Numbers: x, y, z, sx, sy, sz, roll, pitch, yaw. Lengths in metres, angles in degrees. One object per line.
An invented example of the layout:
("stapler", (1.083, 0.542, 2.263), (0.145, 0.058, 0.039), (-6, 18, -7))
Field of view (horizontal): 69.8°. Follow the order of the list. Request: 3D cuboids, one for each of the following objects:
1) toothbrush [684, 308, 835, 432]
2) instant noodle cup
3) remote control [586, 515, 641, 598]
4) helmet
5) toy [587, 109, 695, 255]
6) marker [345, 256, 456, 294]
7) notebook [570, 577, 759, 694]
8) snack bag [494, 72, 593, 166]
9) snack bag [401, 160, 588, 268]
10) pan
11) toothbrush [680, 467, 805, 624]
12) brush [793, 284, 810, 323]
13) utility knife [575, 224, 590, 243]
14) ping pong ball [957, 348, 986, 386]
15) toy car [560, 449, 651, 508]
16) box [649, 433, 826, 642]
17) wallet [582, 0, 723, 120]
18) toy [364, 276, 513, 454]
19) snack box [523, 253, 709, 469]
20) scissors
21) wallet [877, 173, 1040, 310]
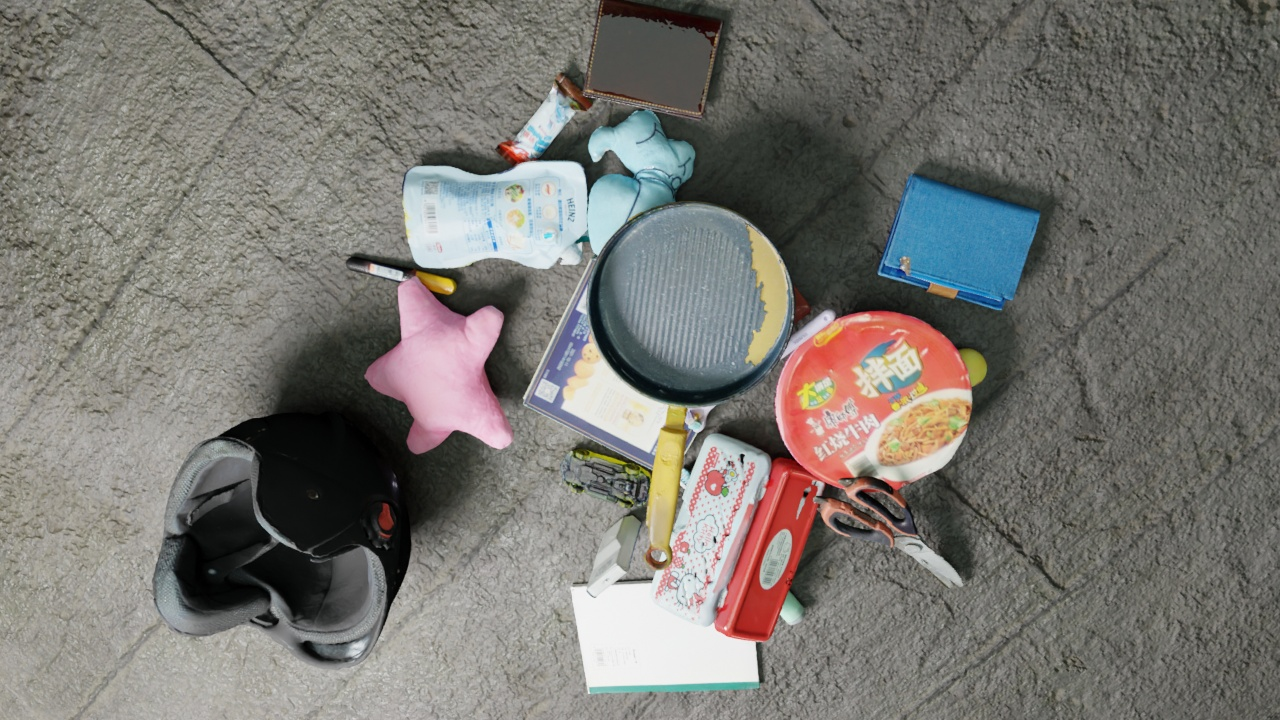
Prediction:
("toothbrush", (0.117, 0.008, 0.916), (0.189, 0.021, 0.029), (-39, 94, 21))
("instant noodle cup", (0.235, 0.037, 0.944), (0.194, 0.065, 0.194), (2, 105, 6))
("remote control", (-0.028, 0.209, 0.992), (0.049, 0.124, 0.024), (-43, 97, 16))
("helmet", (-0.355, 0.181, 0.967), (0.234, 0.229, 0.274), (-33, 100, 29))
("toy", (-0.002, -0.155, 0.911), (0.161, 0.050, 0.156), (41, 95, 0))
("marker", (-0.258, -0.092, 0.987), (0.124, 0.015, 0.018), (13, 106, 5))
("notebook", (0.030, 0.325, 1.079), (0.209, 0.012, 0.150), (-5, 107, 8))
("snack bag", (-0.097, -0.234, 0.920), (0.048, 0.026, 0.104), (41, 108, -21))
("snack bag", (-0.146, -0.148, 0.940), (0.191, 0.038, 0.110), (0, 103, 9))
("pan", (0.037, 0.027, 0.883), (0.198, 0.078, 0.358), (8, 106, 7))
("toothbrush", (0.110, 0.208, 1.029), (0.027, 0.026, 0.224), (-36, 99, 21))
("brush", (0.106, -0.089, 0.918), (0.063, 0.069, 0.146), (-35, 100, 13))
("utility knife", (-0.045, -0.136, 0.950), (0.180, 0.013, 0.029), (-9, 101, 9))
("ping pong ball", (0.332, 0.008, 0.936), (0.040, 0.040, 0.040), (2, 106, 6))
("toy car", (-0.037, 0.128, 1.019), (0.105, 0.032, 0.048), (14, 108, 14))
("box", (0.106, 0.192, 0.982), (0.154, 0.073, 0.201), (20, 92, -5))
("wallet", (0.011, -0.293, 0.891), (0.122, 0.020, 0.096), (13, 103, 3))
("toy", (-0.223, 0.006, 0.983), (0.179, 0.074, 0.195), (-1, 103, 17))
("snack box", (-0.006, 0.006, 0.971), (0.182, 0.045, 0.178), (27, 108, -2))
("scissors", (0.268, 0.193, 0.980), (0.192, 0.015, 0.207), (2, 135, 10))
("wallet", (0.312, -0.115, 0.904), (0.133, 0.040, 0.106), (16, 99, 2))
